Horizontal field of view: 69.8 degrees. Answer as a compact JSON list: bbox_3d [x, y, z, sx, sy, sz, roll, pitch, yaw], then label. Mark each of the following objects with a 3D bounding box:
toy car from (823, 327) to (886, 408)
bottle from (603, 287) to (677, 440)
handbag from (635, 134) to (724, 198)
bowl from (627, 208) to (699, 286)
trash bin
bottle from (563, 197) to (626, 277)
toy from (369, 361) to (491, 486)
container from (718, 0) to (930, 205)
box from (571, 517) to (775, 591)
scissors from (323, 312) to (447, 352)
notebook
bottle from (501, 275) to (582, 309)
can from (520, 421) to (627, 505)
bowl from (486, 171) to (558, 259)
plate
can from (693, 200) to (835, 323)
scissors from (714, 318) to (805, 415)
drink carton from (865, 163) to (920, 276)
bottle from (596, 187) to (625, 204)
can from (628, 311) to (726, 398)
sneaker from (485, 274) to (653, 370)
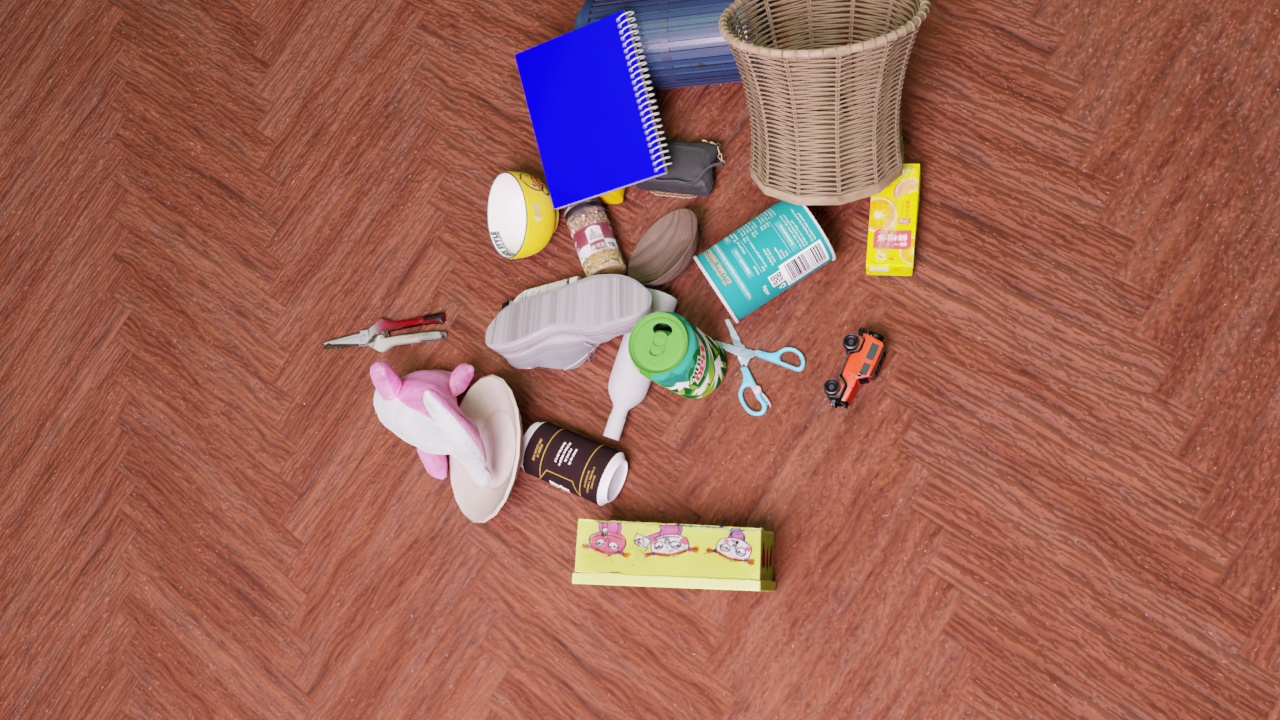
[{"bbox_3d":[0.257,0.012,1.098,0.049,0.051,0.100,22,84,22],"label":"toy car"},{"bbox_3d":[-0.007,0.007,1.176,0.052,0.052,0.195,16,82,19],"label":"bottle"},{"bbox_3d":[0.049,-0.262,1.223,0.129,0.054,0.079,11,77,21],"label":"handbag"},{"bbox_3d":[0.038,-0.139,1.190,0.120,0.032,0.119,-33,37,29],"label":"bowl"},{"bbox_3d":[0.045,-0.427,1.218,0.250,0.139,0.139,0,77,18],"label":"trash bin"},{"bbox_3d":[-0.061,-0.159,1.229,0.056,0.056,0.105,-23,72,10],"label":"bottle"},{"bbox_3d":[-0.261,0.058,1.188,0.127,0.187,0.266,-39,32,-21],"label":"toy"},{"bbox_3d":[0.215,-0.314,1.071,0.227,0.196,0.226,-7,40,6],"label":"container"},{"bbox_3d":[0.044,0.230,1.075,0.221,0.124,0.079,2,78,15],"label":"box"},{"bbox_3d":[-0.366,-0.042,1.314,0.189,0.015,0.140,25,87,20],"label":"scissors"},{"bbox_3d":[-0.061,-0.321,1.185,0.172,0.022,0.209,-14,91,22],"label":"notebook"},{"bbox_3d":[-0.131,-0.081,1.240,0.116,0.041,0.041,-14,74,13],"label":"bottle"},{"bbox_3d":[-0.085,0.129,1.161,0.129,0.072,0.072,20,84,20],"label":"can"},{"bbox_3d":[-0.154,-0.198,1.249,0.117,0.067,0.117,15,108,53],"label":"bowl"},{"bbox_3d":[-0.193,0.114,1.181,0.189,0.027,0.188,-16,70,51],"label":"plate"},{"bbox_3d":[0.152,-0.126,1.135,0.144,0.099,0.099,-33,71,7],"label":"can"},{"bbox_3d":[0.149,-0.004,1.155,0.118,0.015,0.139,-25,74,10],"label":"scissors"},{"bbox_3d":[0.311,-0.173,1.130,0.059,0.043,0.134,4,79,16],"label":"drink carton"},{"bbox_3d":[-0.034,-0.290,1.258,0.043,0.043,0.143,5,79,17],"label":"bottle"},{"bbox_3d":[0.045,-0.006,1.112,0.083,0.144,0.083,-5,76,21],"label":"can"},{"bbox_3d":[-0.080,-0.038,1.189,0.237,0.089,0.099,-11,54,23],"label":"sneaker"}]
